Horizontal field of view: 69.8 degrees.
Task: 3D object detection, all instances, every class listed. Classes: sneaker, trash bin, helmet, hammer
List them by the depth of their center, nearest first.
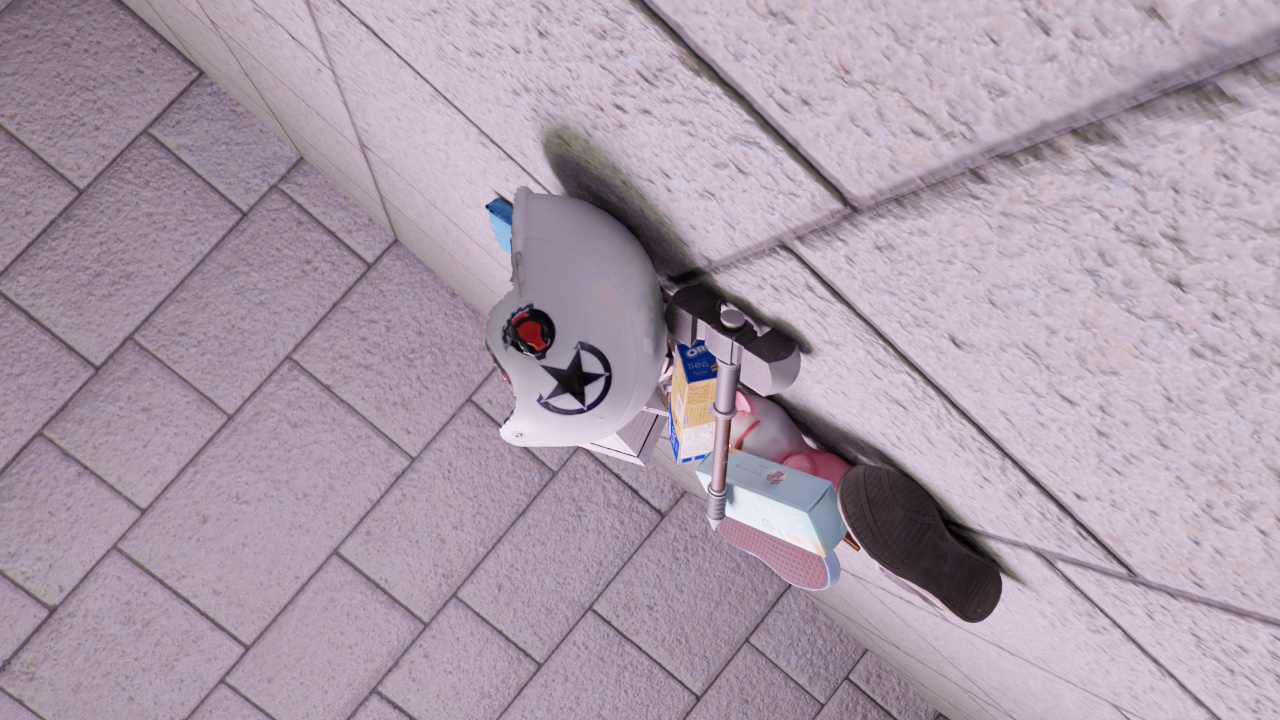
[{"bbox_3d":[-0.055,-0.043,0.931,0.164,0.264,0.236,0,-161,2],"label":"helmet"},{"bbox_3d":[0.086,0.079,0.969,0.156,0.043,0.323,35,143,32],"label":"hammer"},{"bbox_3d":[0.285,0.192,1.019,0.234,0.095,0.120,36,174,-19],"label":"sneaker"},{"bbox_3d":[0.195,0.214,1.161,0.241,0.098,0.083,14,116,65],"label":"sneaker"},{"bbox_3d":[-0.068,0.034,1.421,0.143,0.142,0.247,13,157,33],"label":"trash bin"}]

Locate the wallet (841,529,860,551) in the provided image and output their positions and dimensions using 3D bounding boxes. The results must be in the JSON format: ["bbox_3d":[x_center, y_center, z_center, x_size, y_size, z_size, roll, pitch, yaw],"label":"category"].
[{"bbox_3d":[0.264,0.202,1.203,0.087,0.013,0.120,38,-157,15],"label":"wallet"}]

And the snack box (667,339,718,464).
[{"bbox_3d":[0.067,0.051,1.091,0.207,0.056,0.057,93,164,-58],"label":"snack box"}]

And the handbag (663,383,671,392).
[{"bbox_3d":[0.125,0.086,1.303,0.216,0.095,0.222,42,-176,-3],"label":"handbag"}]

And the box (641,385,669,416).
[{"bbox_3d":[-0.010,0.008,1.211,0.209,0.039,0.129,23,-132,-68],"label":"box"}]

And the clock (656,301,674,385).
[{"bbox_3d":[0.001,-0.049,1.096,0.115,0.065,0.154,102,146,-82],"label":"clock"}]

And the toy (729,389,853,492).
[{"bbox_3d":[0.178,0.118,1.111,0.213,0.084,0.142,37,170,13],"label":"toy"}]

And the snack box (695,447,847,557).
[{"bbox_3d":[0.148,0.156,1.043,0.175,0.053,0.075,14,142,47],"label":"snack box"}]

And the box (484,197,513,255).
[{"bbox_3d":[-0.119,-0.134,1.236,0.231,0.048,0.093,36,170,27],"label":"box"}]

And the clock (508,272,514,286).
[{"bbox_3d":[-0.166,-0.124,1.467,0.104,0.056,0.148,36,172,-39],"label":"clock"}]
